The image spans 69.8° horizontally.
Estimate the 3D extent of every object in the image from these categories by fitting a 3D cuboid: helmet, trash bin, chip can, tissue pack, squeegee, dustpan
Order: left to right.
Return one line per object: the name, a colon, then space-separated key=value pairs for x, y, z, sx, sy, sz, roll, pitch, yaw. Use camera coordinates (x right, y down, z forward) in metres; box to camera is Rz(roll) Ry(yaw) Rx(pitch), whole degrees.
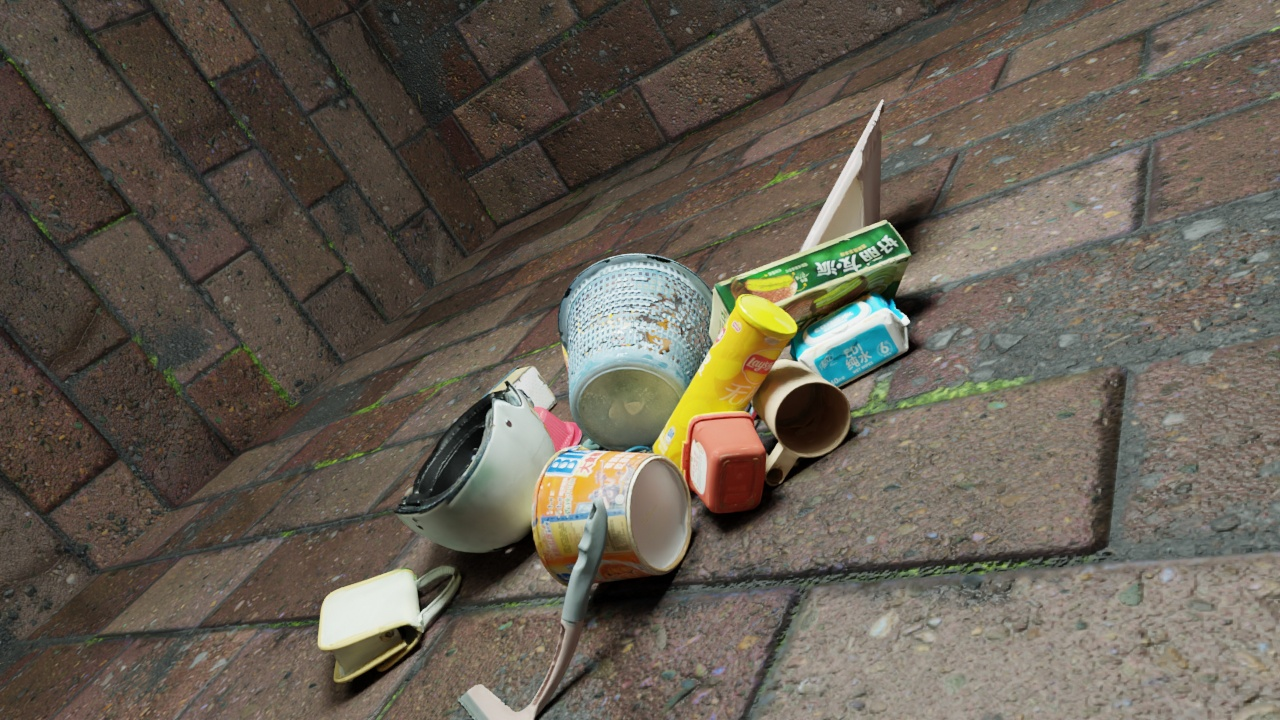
helmet: x=-0.195 y=0.157 z=1.205 sx=0.230 sy=0.157 sz=0.274 roll=-49 pitch=10 yaw=-6
squeegee: x=-0.072 y=0.250 z=0.862 sx=0.248 sy=0.040 sz=0.249 roll=8 pitch=75 yaw=63
trash bin: x=-0.007 y=0.007 z=1.185 sx=0.227 sy=0.226 sz=0.194 roll=-25 pitch=30 yaw=21
chip can: x=0.089 y=0.032 z=1.009 sx=0.214 sy=0.072 sz=0.071 roll=-61 pitch=5 yaw=28
dustpan: x=0.268 y=-0.218 z=1.325 sx=0.139 sy=0.274 sz=0.221 roll=4 pitch=31 yaw=21
tissue pack: x=0.246 y=-0.025 z=1.088 sx=0.140 sy=0.063 sz=0.090 roll=-29 pitch=17 yaw=12

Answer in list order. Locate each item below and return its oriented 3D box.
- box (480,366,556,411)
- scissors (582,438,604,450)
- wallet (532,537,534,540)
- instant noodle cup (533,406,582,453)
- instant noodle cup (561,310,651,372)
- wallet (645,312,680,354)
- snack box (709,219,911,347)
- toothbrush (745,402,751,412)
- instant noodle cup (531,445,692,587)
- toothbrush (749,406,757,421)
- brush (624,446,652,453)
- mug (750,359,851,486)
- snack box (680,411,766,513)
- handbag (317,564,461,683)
box: x=-0.219 y=0.084 z=1.534 sx=0.059 sy=0.090 sz=0.183 roll=-12 pitch=25 yaw=49
scissors: x=-0.034 y=0.084 z=1.344 sx=0.171 sy=0.019 sz=0.179 roll=-11 pitch=28 yaw=46
wallet: x=-0.099 y=0.180 z=1.131 sx=0.087 sy=0.024 sz=0.115 roll=-46 pitch=-6 yaw=-28
instant noodle cup: x=-0.185 y=0.133 z=1.392 sx=0.194 sy=0.066 sz=0.193 roll=-30 pitch=18 yaw=11
instant noodle cup: x=-0.047 y=-0.015 z=1.432 sx=0.110 sy=0.138 sz=0.137 roll=-10 pitch=25 yaw=15
wallet: x=0.008 y=-0.026 z=1.531 sx=0.131 sy=0.035 sz=0.118 roll=-28 pitch=26 yaw=16
snack box: x=0.205 y=-0.081 z=1.125 sx=0.240 sy=0.063 sz=0.115 roll=-21 pitch=-28 yaw=-11
toothbrush: x=0.132 y=0.048 z=1.161 sx=0.029 sy=0.021 sz=0.188 roll=-51 pitch=2 yaw=43
instant noodle cup: x=-0.023 y=0.160 z=0.951 sx=0.112 sy=0.151 sz=0.151 roll=-8 pitch=30 yaw=34
toothbrush: x=0.112 y=0.101 z=1.068 sx=0.017 sy=0.016 sz=0.187 roll=-55 pitch=0 yaw=44
brush: x=-0.037 y=0.158 z=1.099 sx=0.143 sy=0.055 sz=0.074 roll=-43 pitch=19 yaw=-16
mug: x=0.160 y=0.066 z=1.001 sx=0.125 sy=0.084 sz=0.103 roll=-58 pitch=15 yaw=8
snack box: x=0.088 y=0.108 z=0.959 sx=0.082 sy=0.091 sz=0.080 roll=-3 pitch=25 yaw=-13
handbag: x=-0.307 y=0.320 z=1.155 sx=0.178 sy=0.063 sz=0.163 roll=-21 pitch=17 yaw=-11
